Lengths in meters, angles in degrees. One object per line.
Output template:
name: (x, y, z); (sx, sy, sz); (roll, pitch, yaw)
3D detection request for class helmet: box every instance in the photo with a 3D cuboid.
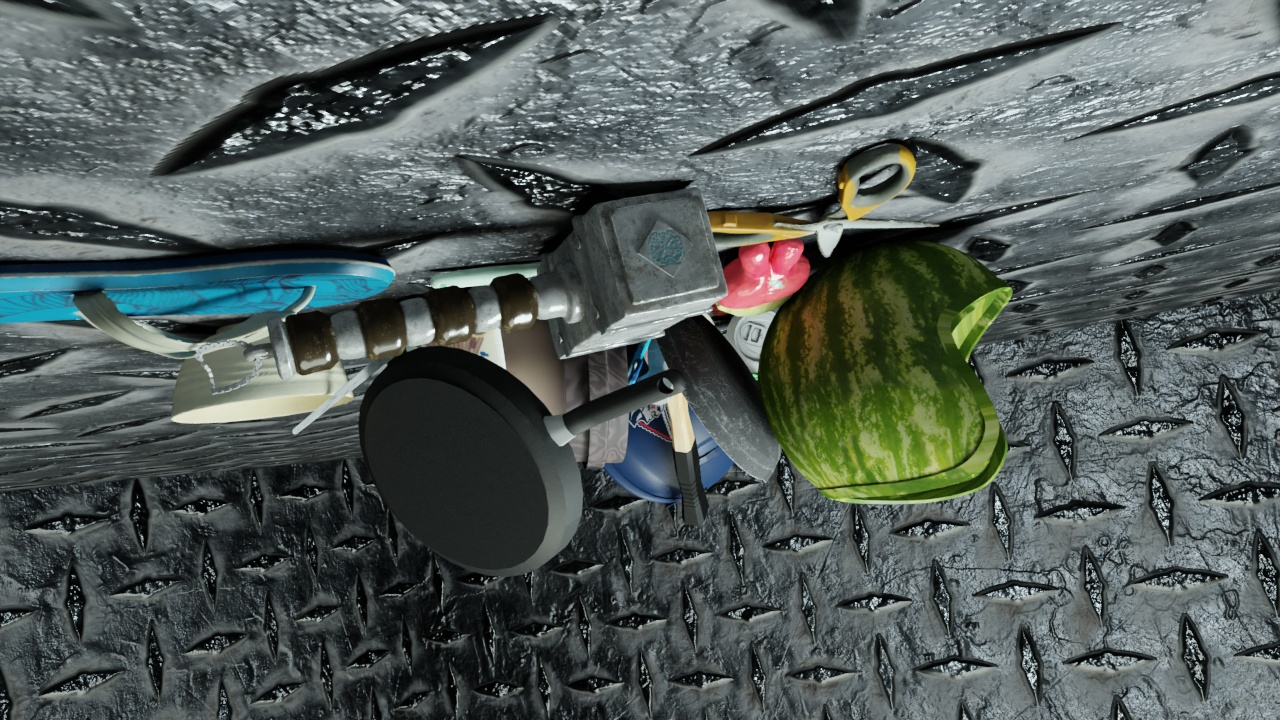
helmet: (0.034, 0.078, 1.287); (0.271, 0.232, 0.224); (-22, 164, -40)
helmet: (0.234, 0.010, 0.885); (0.244, 0.247, 0.213); (-7, 167, 25)

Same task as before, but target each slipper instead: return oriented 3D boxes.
slipper: (-0.310, -0.029, 0.599); (0.294, 0.060, 0.118); (-6, 176, -29)

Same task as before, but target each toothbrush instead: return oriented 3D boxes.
toothbrush: (-0.089, -0.071, 0.733); (0.154, 0.015, 0.022); (-8, 139, -16)
toothbrush: (-0.236, 0.007, 0.804); (0.010, 0.010, 0.181); (-16, -155, 50)

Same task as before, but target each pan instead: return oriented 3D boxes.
pan: (-0.107, 0.074, 0.771); (0.357, 0.225, 0.034); (-23, -167, 36)
pan: (0.112, 0.029, 1.006); (0.040, 0.207, 0.356); (-35, 167, 17)

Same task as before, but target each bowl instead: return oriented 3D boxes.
bowl: (-0.335, 0.007, 0.812); (0.151, 0.075, 0.151); (-8, 173, -1)

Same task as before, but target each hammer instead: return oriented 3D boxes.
hammer: (0.051, 0.091, 1.116); (0.039, 0.130, 0.329); (7, 137, 18)
hammer: (-0.118, -0.032, 0.607); (0.325, 0.079, 0.177); (-13, 176, -21)

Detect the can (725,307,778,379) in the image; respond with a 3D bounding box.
can: (0.155, -0.023, 1.194); (0.088, 0.087, 0.140); (-10, 174, 4)

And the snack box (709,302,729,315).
snack box: (0.106, -0.072, 0.973); (0.089, 0.021, 0.132); (-12, 173, 17)

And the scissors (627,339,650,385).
scissors: (-0.006, 0.006, 0.985); (0.011, 0.134, 0.139); (25, -155, -4)

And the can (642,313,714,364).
can: (0.049, -0.022, 1.140); (0.076, 0.067, 0.067); (-13, 173, 33)

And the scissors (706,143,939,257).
scissors: (0.125, -0.105, 0.676); (0.230, 0.016, 0.225); (-6, 169, 3)

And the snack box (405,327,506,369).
snack box: (-0.162, 0.015, 0.827); (0.082, 0.150, 0.026); (-4, -154, 0)

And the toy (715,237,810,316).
toy: (0.109, -0.076, 0.826); (0.091, 0.045, 0.135); (-19, 161, -4)

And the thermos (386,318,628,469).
thermos: (-0.135, 0.029, 0.936); (0.226, 0.172, 0.173); (-2, 173, -8)

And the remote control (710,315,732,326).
remote control: (0.051, -0.044, 1.210); (0.140, 0.009, 0.030); (-9, 174, 1)
